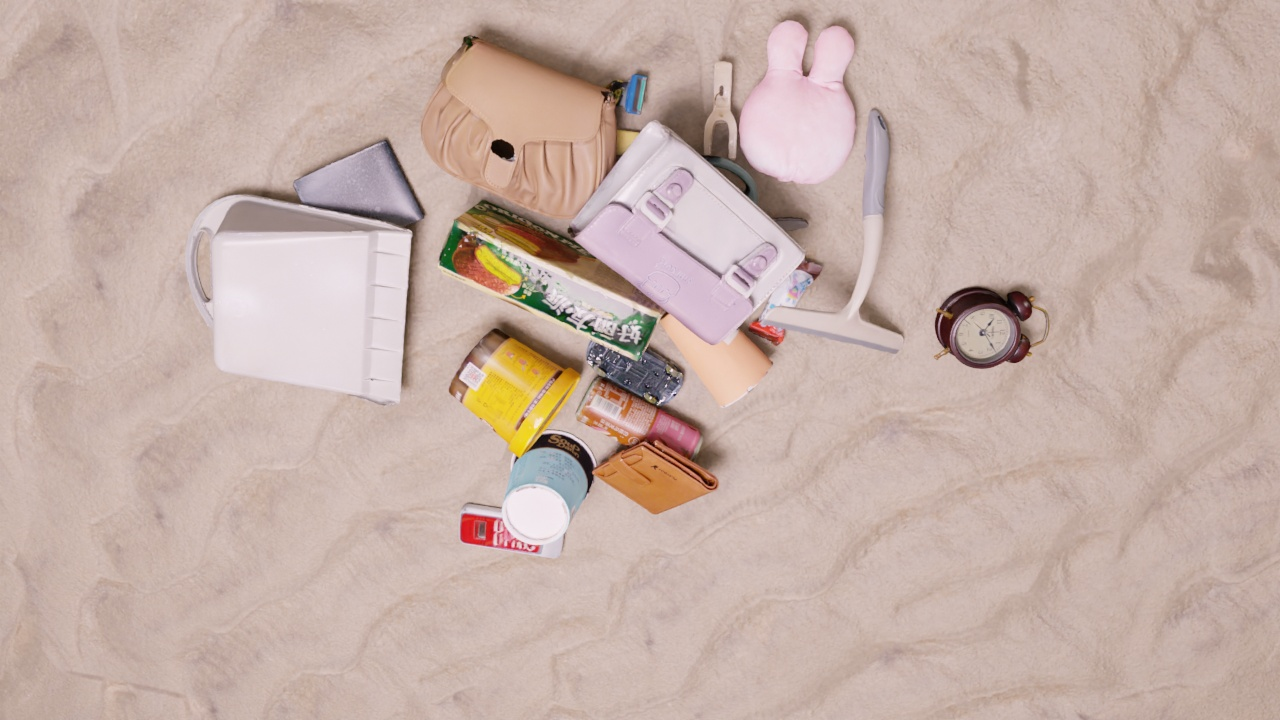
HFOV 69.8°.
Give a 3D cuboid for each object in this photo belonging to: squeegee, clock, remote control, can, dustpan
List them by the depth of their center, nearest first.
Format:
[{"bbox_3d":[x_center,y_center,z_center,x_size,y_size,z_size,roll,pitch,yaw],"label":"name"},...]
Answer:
[{"bbox_3d":[0.235,-0.139,0.952,0.039,0.246,0.246,10,91,47],"label":"squeegee"},{"bbox_3d":[0.382,-0.035,1.002,0.122,0.055,0.082,-3,109,5],"label":"clock"},{"bbox_3d":[-0.405,-0.083,1.070,0.257,0.142,0.223,4,115,-15],"label":"dustpan"},{"bbox_3d":[-0.002,0.077,1.083,0.147,0.057,0.058,28,110,-4],"label":"can"},{"bbox_3d":[-0.165,0.218,1.173,0.136,0.020,0.056,9,110,3],"label":"remote control"}]

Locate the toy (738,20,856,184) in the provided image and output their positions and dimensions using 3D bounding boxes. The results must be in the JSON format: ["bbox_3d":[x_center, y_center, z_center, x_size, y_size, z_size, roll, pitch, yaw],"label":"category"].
[{"bbox_3d":[0.167,-0.263,0.944,0.121,0.054,0.160,7,111,-4],"label":"toy"}]

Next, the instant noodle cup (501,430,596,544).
[{"bbox_3d":[-0.115,0.156,1.091,0.111,0.120,0.111,2,110,6],"label":"instant noodle cup"}]

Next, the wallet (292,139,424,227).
[{"bbox_3d":[-0.319,-0.181,1.036,0.121,0.019,0.097,-23,102,5],"label":"wallet"}]

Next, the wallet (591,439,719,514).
[{"bbox_3d":[0.015,0.137,1.076,0.108,0.031,0.132,34,147,-16],"label":"wallet"}]

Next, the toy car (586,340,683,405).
[{"bbox_3d":[-0.006,0.006,1.071,0.120,0.036,0.054,31,108,-16],"label":"toy car"}]

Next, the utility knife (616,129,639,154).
[{"bbox_3d":[-0.028,-0.234,0.994,0.175,0.019,0.031,10,117,11],"label":"utility knife"}]

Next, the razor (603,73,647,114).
[{"bbox_3d":[-0.065,-0.288,0.979,0.143,0.022,0.042,8,85,8],"label":"razor"}]

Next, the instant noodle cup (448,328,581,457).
[{"bbox_3d":[-0.148,0.032,1.057,0.114,0.118,0.119,36,110,1],"label":"instant noodle cup"}]

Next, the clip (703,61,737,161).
[{"bbox_3d":[0.086,-0.256,0.975,0.035,0.089,0.104,0,79,7],"label":"clip"}]

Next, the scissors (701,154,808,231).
[{"bbox_3d":[0.095,-0.161,0.982,0.175,0.019,0.177,-5,131,10],"label":"scissors"}]

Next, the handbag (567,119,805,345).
[{"bbox_3d":[0.046,-0.122,0.923,0.197,0.098,0.145,36,106,-24],"label":"handbag"}]

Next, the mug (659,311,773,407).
[{"bbox_3d":[0.081,-0.018,1.034,0.078,0.078,0.123,-39,97,17],"label":"mug"}]

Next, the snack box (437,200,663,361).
[{"bbox_3d":[-0.090,-0.091,1.003,0.240,0.114,0.063,24,111,-3],"label":"snack box"}]

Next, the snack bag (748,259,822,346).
[{"bbox_3d":[0.161,-0.068,1.030,0.045,0.026,0.105,25,109,-1],"label":"snack bag"}]

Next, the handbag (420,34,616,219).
[{"bbox_3d":[-0.125,-0.236,0.952,0.204,0.099,0.148,23,123,5],"label":"handbag"}]
